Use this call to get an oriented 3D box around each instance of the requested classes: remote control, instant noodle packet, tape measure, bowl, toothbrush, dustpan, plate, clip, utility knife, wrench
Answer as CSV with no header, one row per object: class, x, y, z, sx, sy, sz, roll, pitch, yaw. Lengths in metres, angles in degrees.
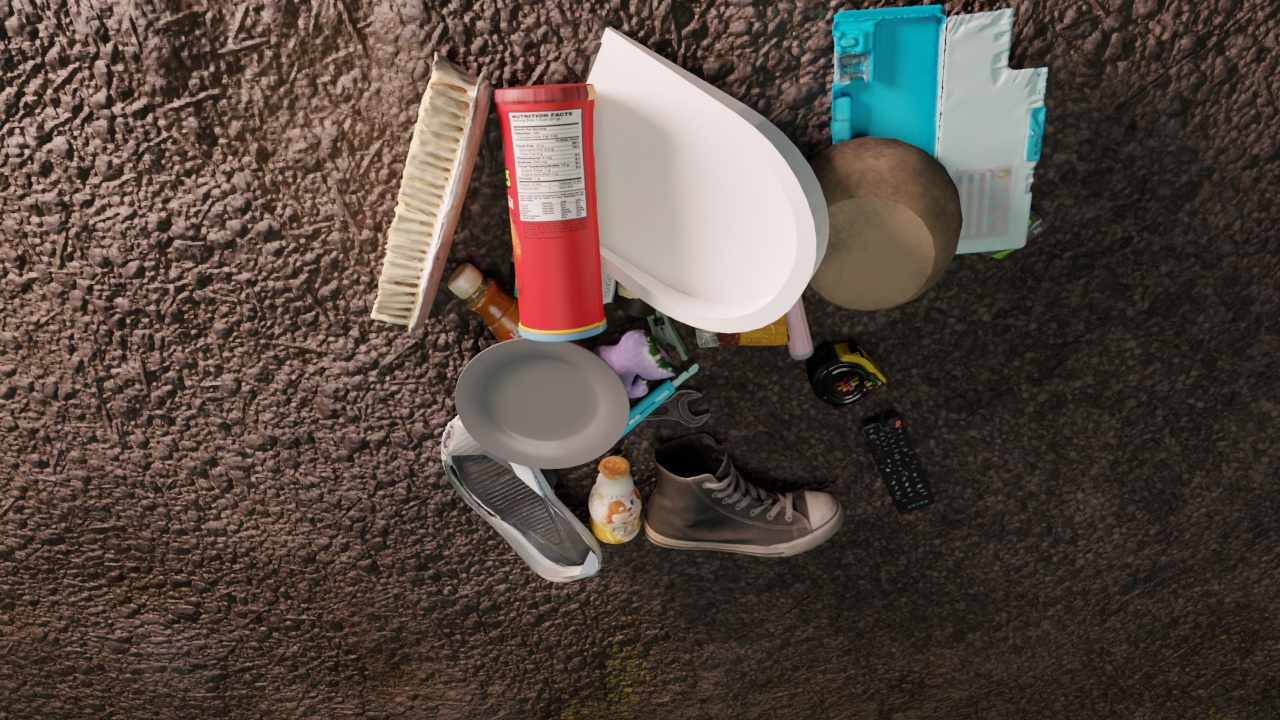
remote control,0.302,0.120,1.077,0.047,0.022,0.150,-21,122,14
instant noodle packet,0.095,-0.065,0.914,0.099,0.039,0.135,2,130,21
tape measure,0.216,0.015,0.985,0.072,0.042,0.072,-33,125,22
bowl,0.204,-0.112,0.825,0.162,0.070,0.162,9,130,11
toothbrush,0.140,-0.094,0.912,0.026,0.027,0.223,-12,125,12
dustpan,0.035,-0.135,0.798,0.258,0.053,0.192,32,123,7
plate,-0.100,0.044,0.943,0.178,0.012,0.179,1,129,1
clip,0.025,-0.028,0.961,0.037,0.023,0.075,-14,123,11
tape measure,0.347,-0.132,0.883,0.066,0.035,0.058,-38,127,24
utility knife,0.010,0.045,1.005,0.022,0.015,0.141,36,115,-28
wrench,-0.058,0.060,1.030,0.273,0.010,0.070,-4,126,2

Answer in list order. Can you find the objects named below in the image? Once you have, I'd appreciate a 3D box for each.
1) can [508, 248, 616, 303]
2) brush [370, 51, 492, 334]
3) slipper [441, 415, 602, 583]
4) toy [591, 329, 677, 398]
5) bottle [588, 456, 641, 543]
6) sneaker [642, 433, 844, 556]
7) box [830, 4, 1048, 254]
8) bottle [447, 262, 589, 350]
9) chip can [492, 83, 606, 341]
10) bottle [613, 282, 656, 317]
can,-0.075,-0.084,0.896,0.101,0.054,0.055,6,126,-6
brush,-0.192,-0.142,0.834,0.056,0.083,0.272,16,125,-13
slipper,-0.135,0.153,1.061,0.111,0.063,0.264,-24,115,24
toy,-0.006,0.006,0.964,0.100,0.036,0.080,-17,124,42
bottle,-0.030,0.162,1.074,0.063,0.063,0.109,-1,126,-1
sneaker,0.122,0.152,1.057,0.235,0.095,0.120,4,126,4
box,0.261,-0.194,0.809,0.182,0.039,0.227,2,127,14
bottle,-0.123,-0.035,0.928,0.059,0.059,0.167,-36,119,23
chip can,-0.076,-0.130,0.807,0.087,0.087,0.213,-3,109,1
bottle,0.021,-0.127,0.872,0.045,0.045,0.185,13,125,-11
